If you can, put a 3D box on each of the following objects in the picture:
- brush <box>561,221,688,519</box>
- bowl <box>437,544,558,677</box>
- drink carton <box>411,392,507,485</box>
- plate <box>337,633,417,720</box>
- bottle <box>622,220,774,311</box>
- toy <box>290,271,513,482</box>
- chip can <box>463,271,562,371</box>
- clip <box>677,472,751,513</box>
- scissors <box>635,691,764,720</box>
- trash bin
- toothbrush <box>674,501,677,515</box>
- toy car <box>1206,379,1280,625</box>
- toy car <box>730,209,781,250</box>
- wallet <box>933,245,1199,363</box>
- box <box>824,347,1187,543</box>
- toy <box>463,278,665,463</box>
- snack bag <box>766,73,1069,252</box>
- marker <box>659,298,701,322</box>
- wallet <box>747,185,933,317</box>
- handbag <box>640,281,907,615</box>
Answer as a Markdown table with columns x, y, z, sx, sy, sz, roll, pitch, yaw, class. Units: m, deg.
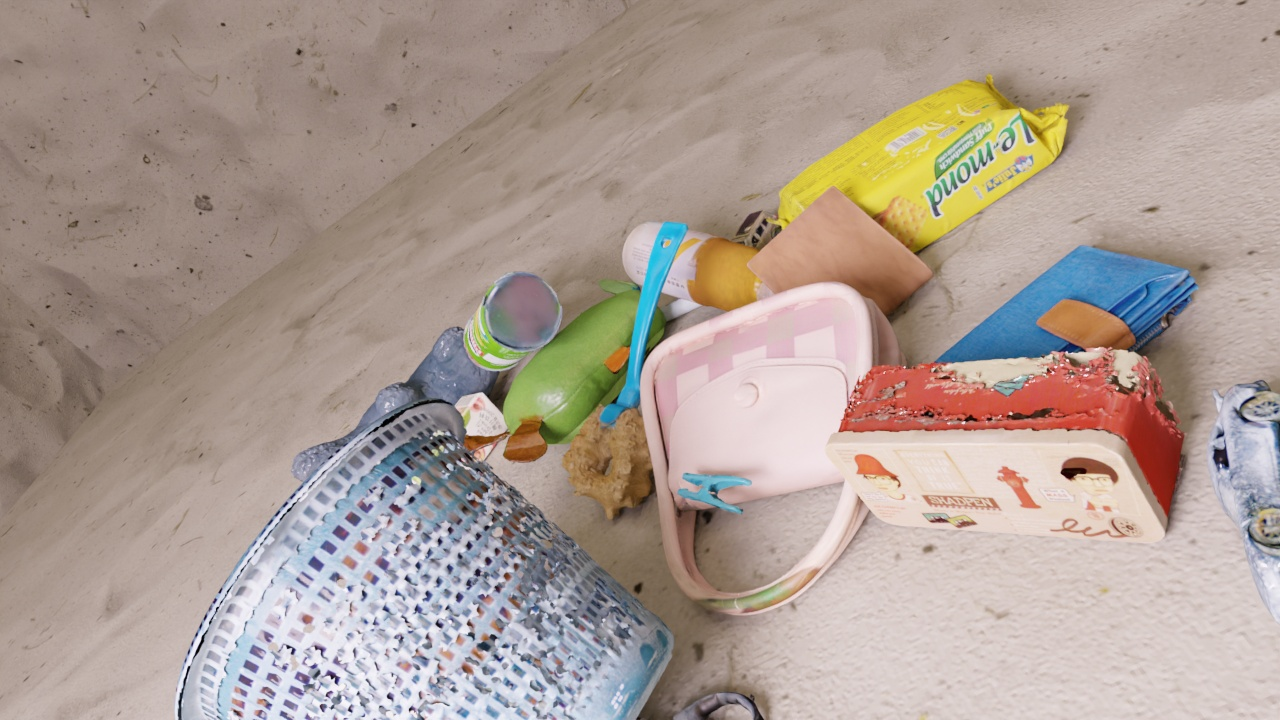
| x | y | z | sx | sy | sz | roll | pitch | yaw | class |
| --- | --- | --- | --- | --- | --- | --- | --- | --- | --- |
| -0.005 | 0.004 | 0.765 | 0.083 | 0.045 | 0.254 | 11 | 84 | 37 | brush |
| -0.091 | 0.196 | 0.655 | 0.113 | 0.062 | 0.113 | -15 | 42 | 14 | bowl |
| -0.196 | 0.095 | 0.971 | 0.046 | 0.053 | 0.122 | -9 | 38 | 47 | drink carton |
| -0.204 | 0.299 | 0.670 | 0.205 | 0.045 | 0.204 | -30 | 27 | 17 | plate |
| 0.065 | -0.087 | 0.884 | 0.190 | 0.068 | 0.067 | 22 | 63 | 41 | bottle |
| -0.234 | 0.037 | 1.027 | 0.091 | 0.138 | 0.355 | 22 | 52 | 26 | toy |
| -0.127 | -0.032 | 0.886 | 0.072 | 0.072 | 0.236 | -45 | 7 | -13 | chip can |
| 0.048 | 0.086 | 0.609 | 0.056 | 0.014 | 0.041 | 6 | 69 | 42 | clip |
| -0.002 | 0.232 | 0.556 | 0.173 | 0.014 | 0.145 | -31 | 26 | 17 | scissors |
| -0.098 | 0.166 | 0.514 | 0.226 | 0.195 | 0.227 | -55 | -10 | -16 | trash bin |
| 0.028 | 0.081 | 0.753 | 0.018 | 0.016 | 0.191 | -36 | 24 | 27 | toothbrush |
| 0.282 | 0.063 | 0.416 | 0.037 | 0.054 | 0.120 | -15 | 36 | 34 | toy car |
| 0.111 | -0.115 | 0.936 | 0.042 | 0.035 | 0.090 | -9 | 41 | 46 | toy car |
| 0.267 | -0.019 | 0.588 | 0.133 | 0.040 | 0.106 | -39 | 22 | 0 | wallet |
| 0.200 | 0.041 | 0.513 | 0.169 | 0.091 | 0.079 | -6 | 44 | 47 | box |
| -0.063 | 0.015 | 0.890 | 0.246 | 0.090 | 0.227 | -46 | 16 | -22 | toy |
| 0.238 | -0.167 | 0.821 | 0.247 | 0.068 | 0.158 | -33 | 27 | 10 | snack bag |
| 0.032 | -0.051 | 0.952 | 0.131 | 0.018 | 0.022 | -24 | 14 | 29 | marker |
| 0.160 | -0.074 | 0.747 | 0.101 | 0.020 | 0.115 | -41 | 66 | 3 | wallet |
| 0.086 | 0.069 | 0.644 | 0.194 | 0.093 | 0.233 | -19 | 45 | 33 | handbag |
